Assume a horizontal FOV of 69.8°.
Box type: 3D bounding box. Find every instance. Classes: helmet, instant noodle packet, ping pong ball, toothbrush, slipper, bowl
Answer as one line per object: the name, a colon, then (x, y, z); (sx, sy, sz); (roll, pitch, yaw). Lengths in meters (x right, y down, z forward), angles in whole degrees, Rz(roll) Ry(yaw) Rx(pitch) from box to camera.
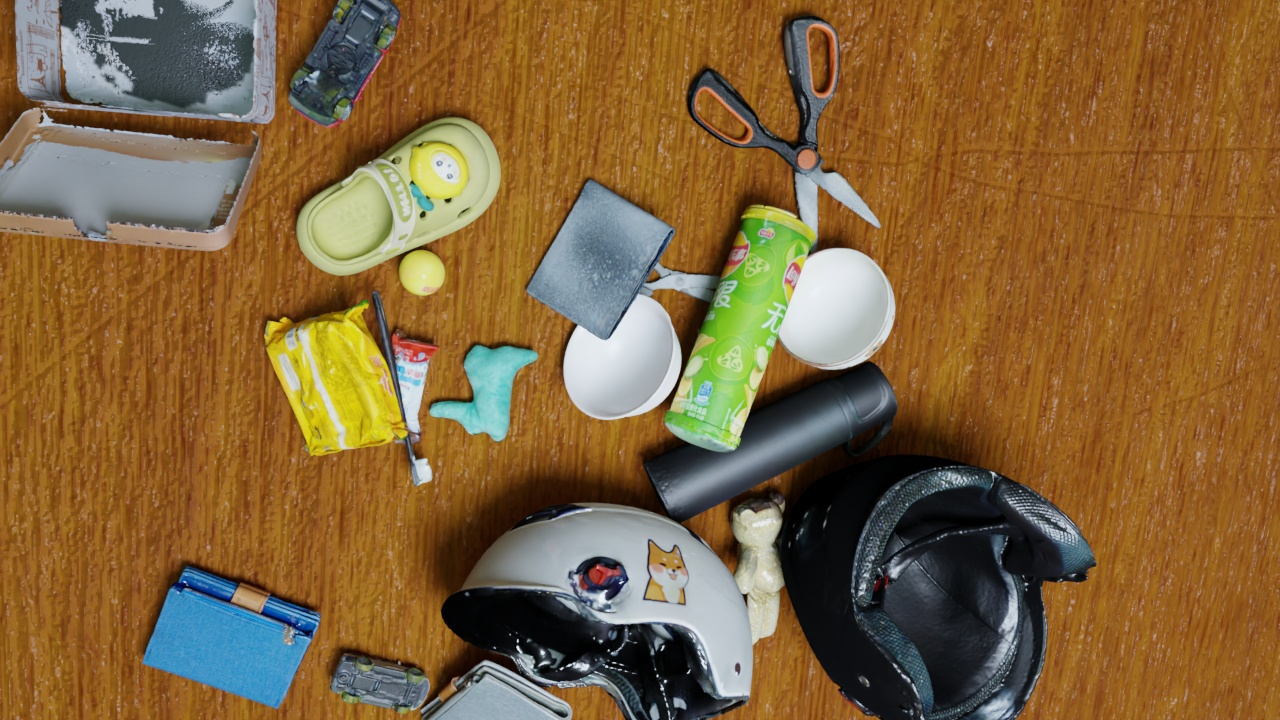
helmet: (0.257, 0.213, 0.846); (0.233, 0.230, 0.275); (-34, 113, -16)
instant noodle packet: (-0.266, 0.016, 0.805); (0.111, 0.044, 0.128); (-11, 102, 23)
ping pong ball: (-0.194, -0.078, 0.815); (0.040, 0.040, 0.040); (-2, 100, -9)
toothbrush: (-0.213, 0.026, 0.816); (0.018, 0.015, 0.181); (-12, 103, -6)
slipper: (-0.207, -0.135, 0.784); (0.190, 0.081, 0.091); (-30, 106, 0)
bowl: (-0.005, 0.005, 0.841); (0.118, 0.118, 0.064); (-55, 143, 3)
bowl: (0.187, -0.043, 0.862); (0.062, 0.113, 0.113); (21, 98, -56)
helmet: (-0.022, 0.212, 0.826); (0.274, 0.231, 0.156); (25, 53, -3)

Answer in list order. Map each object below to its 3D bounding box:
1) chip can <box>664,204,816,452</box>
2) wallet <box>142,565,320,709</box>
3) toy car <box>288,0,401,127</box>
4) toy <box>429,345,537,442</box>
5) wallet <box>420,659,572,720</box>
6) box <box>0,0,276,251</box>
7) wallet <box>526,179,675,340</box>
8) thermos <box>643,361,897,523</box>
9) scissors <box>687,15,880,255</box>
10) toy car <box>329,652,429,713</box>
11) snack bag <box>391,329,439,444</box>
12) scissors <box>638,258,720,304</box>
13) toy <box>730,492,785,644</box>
chip can: (0.090, -0.027, 0.833); (0.072, 0.073, 0.221); (22, 84, -12)
wallet: (-0.377, 0.257, 0.848); (0.133, 0.040, 0.106); (24, 104, -13)
toy car: (-0.247, -0.253, 0.773); (0.053, 0.045, 0.120); (33, 88, -11)
toy: (-0.145, 0.030, 0.849); (0.096, 0.030, 0.092); (4, 97, -4)
wallet: (-0.143, 0.338, 0.880); (0.106, 0.036, 0.130); (37, 123, -12)
box: (-0.389, -0.205, 0.714); (0.179, 0.130, 0.272); (4, 74, -10)
wallet: (-0.038, -0.090, 0.829); (0.097, 0.019, 0.121); (33, 95, 20)
thermos: (0.129, 0.087, 0.883); (0.242, 0.068, 0.090); (-24, 110, -4)
scissors: (0.139, -0.207, 0.859); (0.225, 0.021, 0.221); (8, 104, -9)
toy car: (-0.248, 0.307, 0.879); (0.090, 0.035, 0.042); (21, 97, -18)
snack bag: (-0.215, 0.025, 0.838); (0.045, 0.026, 0.105); (12, 100, -14)
scissors: (0.031, -0.078, 0.865); (0.163, 0.014, 0.166); (-30, 104, -2)
toy: (0.116, 0.209, 0.911); (0.105, 0.066, 0.157); (-12, 109, -40)
